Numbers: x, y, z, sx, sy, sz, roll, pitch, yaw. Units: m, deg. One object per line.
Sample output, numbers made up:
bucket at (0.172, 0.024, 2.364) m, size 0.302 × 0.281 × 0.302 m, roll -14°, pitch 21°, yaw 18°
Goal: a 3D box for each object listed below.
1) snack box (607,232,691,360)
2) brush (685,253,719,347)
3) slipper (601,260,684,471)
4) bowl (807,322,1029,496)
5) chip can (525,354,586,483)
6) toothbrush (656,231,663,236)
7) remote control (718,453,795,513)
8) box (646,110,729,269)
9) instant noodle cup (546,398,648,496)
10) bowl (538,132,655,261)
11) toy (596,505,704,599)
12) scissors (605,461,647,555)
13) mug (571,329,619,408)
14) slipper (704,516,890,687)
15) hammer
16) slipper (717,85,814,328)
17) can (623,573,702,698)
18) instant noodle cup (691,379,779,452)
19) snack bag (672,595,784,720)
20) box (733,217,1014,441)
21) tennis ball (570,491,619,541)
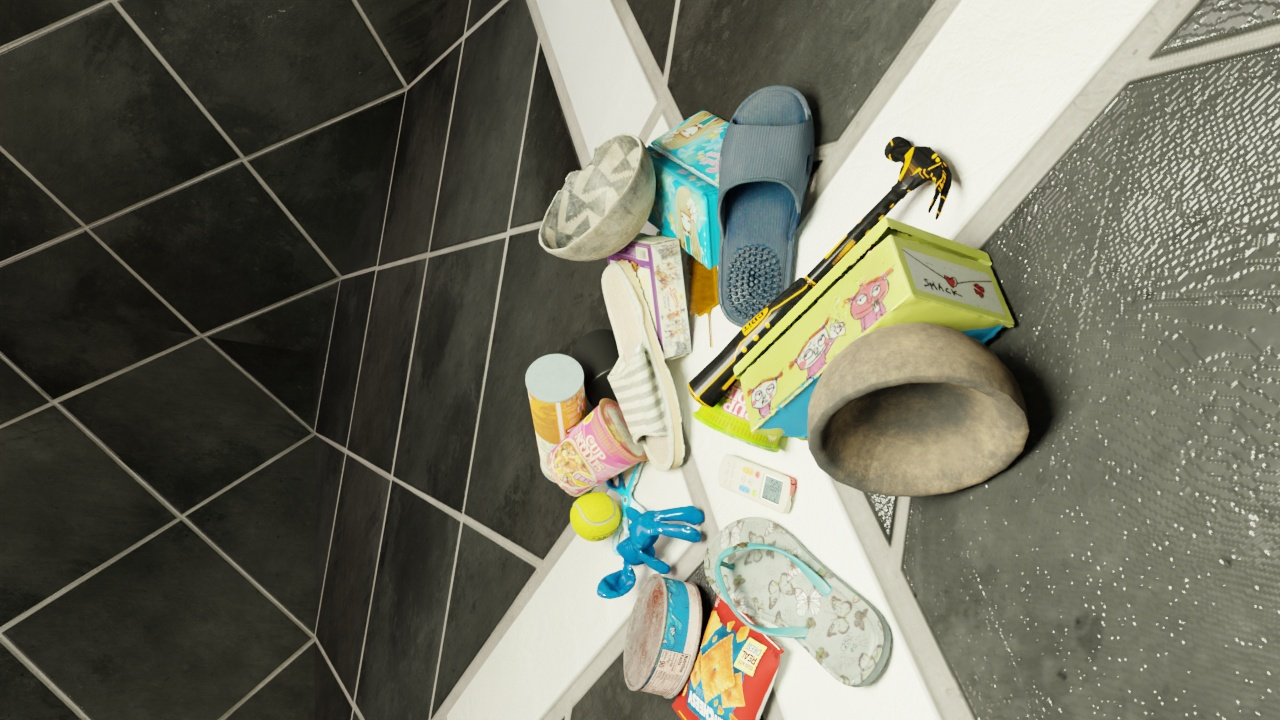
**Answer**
snack box at (0.007, -0.087, 1.180) m, size 0.143 × 0.040 × 0.148 m, roll 24°, pitch 125°, yaw 61°
brush at (0.077, -0.081, 1.129) m, size 0.049 × 0.017 × 0.126 m, roll -33°, pitch 53°, yaw 53°
slipper at (-0.007, 0.007, 1.146) m, size 0.115 × 0.054 × 0.272 m, roll 136°, pitch 121°, yaw -67°
bowl at (0.211, 0.035, 0.714) m, size 0.163 × 0.162 × 0.070 m, roll -47°, pitch 27°, yaw 45°
chip can at (-0.109, 0.085, 1.254) m, size 0.215 × 0.075 × 0.075 m, roll 90°, pitch 170°, yaw -54°
toothbrush at (0.037, -0.221, 1.247) m, size 0.022 × 0.017 × 0.135 m, roll 5°, pitch 86°, yaw 62°
remote control at (0.123, 0.130, 0.980) m, size 0.126 × 0.018 × 0.038 m, roll 15°, pitch 94°, yaw 61°
box at (0.062, -0.224, 1.123) m, size 0.170 × 0.085 × 0.227 m, roll -63°, pitch 32°, yaw 15°
instant noodle cup at (-0.060, 0.119, 1.191) m, size 0.109 × 0.097 × 0.097 m, roll -37°, pitch 44°, yaw 18°
bowl at (-0.038, -0.187, 1.136) m, size 0.179 × 0.081 × 0.178 m, roll -37°, pitch 33°, yaw 29°
toy at (0.004, 0.225, 1.100) m, size 0.177 × 0.071 × 0.112 m, roll -45°, pitch 18°, yaw 43°
scissors at (-0.023, 0.189, 1.230) m, size 0.139 × 0.011 × 0.134 m, roll 46°, pitch 123°, yaw 58°
mug at (-0.045, 0.027, 1.269) m, size 0.088 × 0.078 × 0.114 m, roll -116°, pitch 18°, yaw -47°
slipper at (0.134, 0.217, 0.889) m, size 0.269 × 0.054 × 0.098 m, roll 21°, pitch 88°, yaw 59°
hammer at (0.160, -0.071, 0.863) m, size 0.321 × 0.036 × 0.123 m, roll -48°, pitch 29°, yaw 18°
slipper at (0.123, -0.165, 0.969) m, size 0.082 × 0.101 × 0.263 m, roll 3°, pitch -87°, yaw -74°
can at (0.024, 0.310, 1.035) m, size 0.130 × 0.044 × 0.130 m, roll -164°, pitch 91°, yaw -77°
instant noodle cup at (0.118, 0.027, 0.951) m, size 0.099 × 0.098 × 0.108 m, roll 34°, pitch 103°, yaw 59°
snack bag at (0.089, 0.332, 0.949) m, size 0.131 × 0.039 × 0.144 m, roll 31°, pitch 102°, yaw 62°
box at (0.192, -0.012, 0.795) m, size 0.222 × 0.124 × 0.082 m, roll -49°, pitch 39°, yaw 47°
tennis ball at (-0.060, 0.206, 1.211) m, size 0.066 × 0.065 × 0.065 m, roll -28°, pitch 57°, yaw 55°
